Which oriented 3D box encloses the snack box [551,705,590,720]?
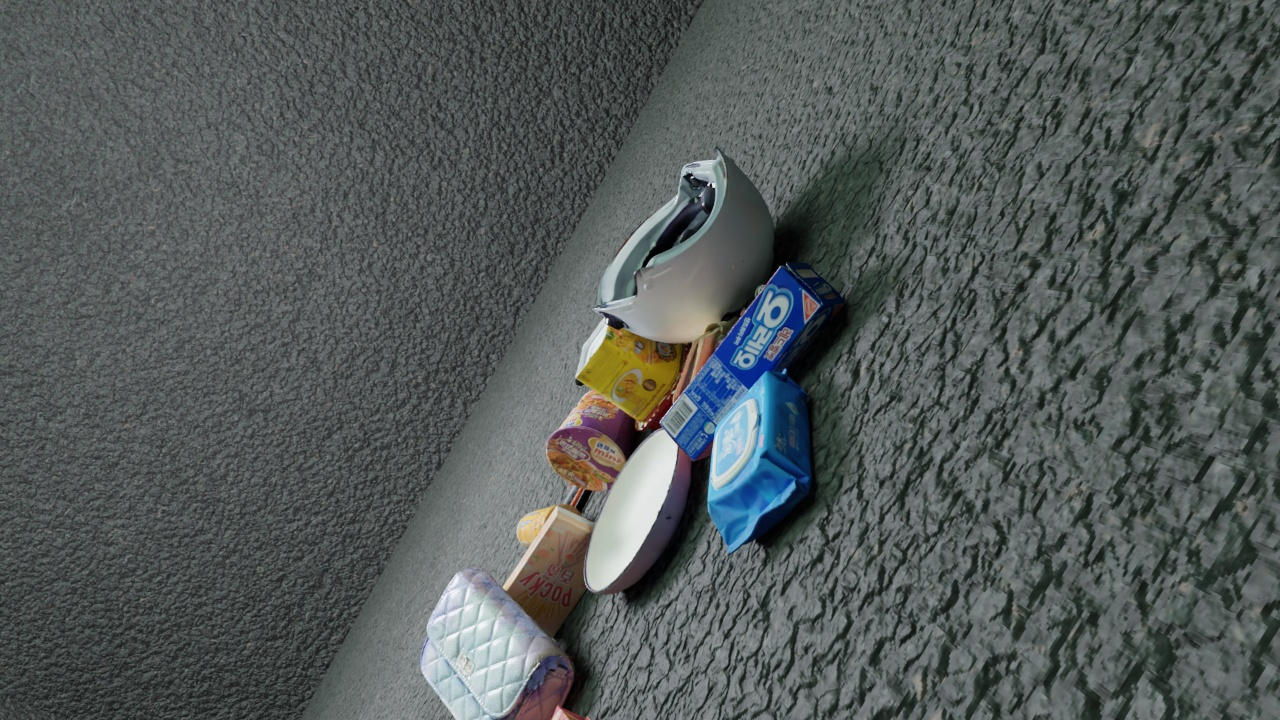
[{"bbox_3d":[-0.073,0.378,0.814,0.113,0.044,0.127,-64,14,-13],"label":"snack box"}]

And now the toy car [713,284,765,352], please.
[{"bbox_3d":[0.122,-0.032,0.912,0.121,0.052,0.045,-51,53,29],"label":"toy car"}]

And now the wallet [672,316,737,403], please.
[{"bbox_3d":[0.071,-0.003,0.970,0.115,0.024,0.087,-27,-39,-62],"label":"wallet"}]

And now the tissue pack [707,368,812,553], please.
[{"bbox_3d":[0.098,0.081,0.772,0.095,0.052,0.156,-52,16,34],"label":"tissue pack"}]

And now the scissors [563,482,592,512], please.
[{"bbox_3d":[-0.053,0.116,1.315,0.233,0.021,0.163,-65,14,-13],"label":"scissors"}]

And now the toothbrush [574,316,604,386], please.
[{"bbox_3d":[-0.041,-0.058,1.313,0.212,0.026,0.027,-63,-21,-2],"label":"toothbrush"}]

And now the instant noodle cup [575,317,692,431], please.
[{"bbox_3d":[-0.007,0.007,1.149,0.116,0.123,0.116,-52,17,32],"label":"instant noodle cup"}]

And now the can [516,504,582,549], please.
[{"bbox_3d":[-0.126,0.233,1.268,0.146,0.058,0.058,-31,33,64],"label":"can"}]

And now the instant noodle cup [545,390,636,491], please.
[{"bbox_3d":[-0.056,0.097,1.201,0.112,0.111,0.099,-49,12,42],"label":"instant noodle cup"}]

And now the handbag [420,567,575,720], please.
[{"bbox_3d":[-0.163,0.330,1.005,0.194,0.075,0.134,27,91,46],"label":"handbag"}]

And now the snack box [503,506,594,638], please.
[{"bbox_3d":[-0.102,0.252,1.086,0.157,0.084,0.026,-57,17,17],"label":"snack box"}]

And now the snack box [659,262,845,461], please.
[{"bbox_3d":[0.102,0.004,0.862,0.058,0.057,0.208,-8,-40,-54],"label":"snack box"}]

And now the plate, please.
[{"bbox_3d":[0.003,0.164,0.978,0.193,0.039,0.192,-55,15,22],"label":"plate"}]

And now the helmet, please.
[{"bbox_3d":[0.064,-0.110,1.072,0.228,0.146,0.259,-59,14,-22],"label":"helmet"}]
